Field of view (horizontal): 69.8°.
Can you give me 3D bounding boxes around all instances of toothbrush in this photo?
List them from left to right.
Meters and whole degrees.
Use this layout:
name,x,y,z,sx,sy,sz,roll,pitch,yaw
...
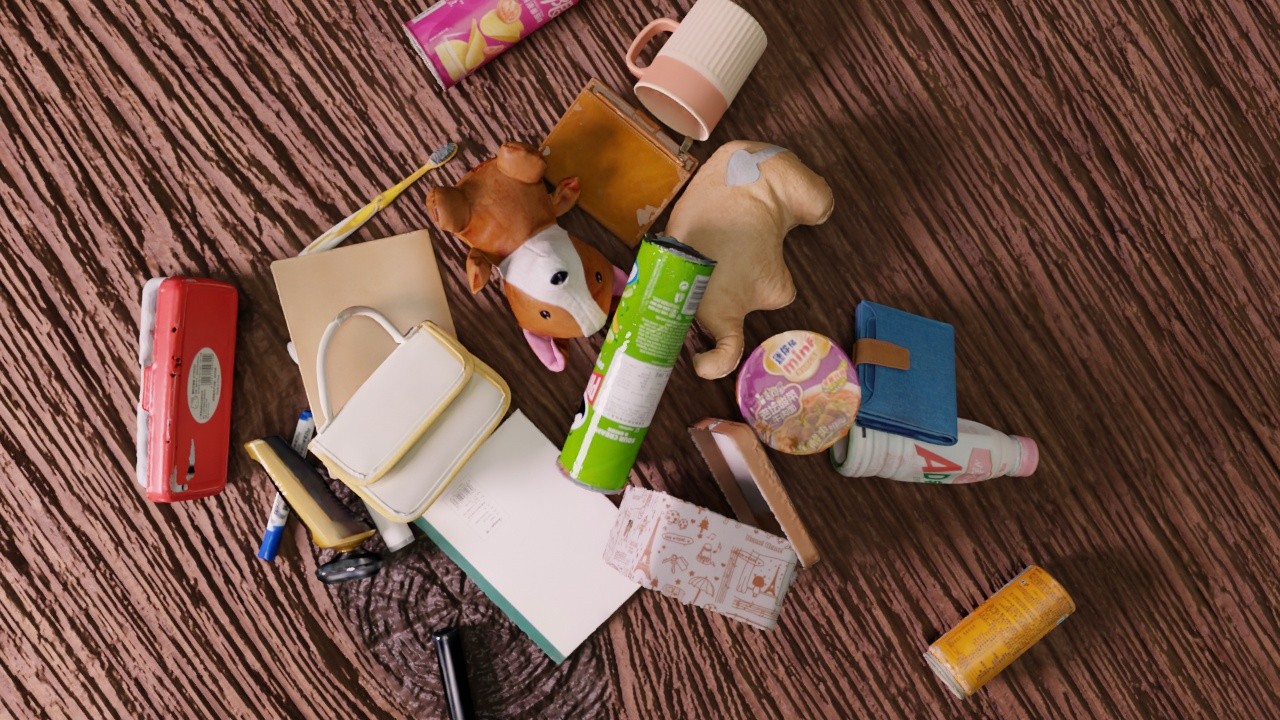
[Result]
name,x,y,z,sx,sy,sz,roll,pitch,yaw
toothbrush,-0.277,0.080,0.870,0.027,0.026,0.221,-27,93,18
toothbrush,-0.251,-0.148,0.870,0.191,0.018,0.016,-37,92,-3
toothbrush,-0.167,0.364,0.886,0.027,0.026,0.212,-11,93,18

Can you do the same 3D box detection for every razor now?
name,x,y,z,sx,sy,sz,roll,pitch,yaw
razor,-0.303,0.138,0.846,0.067,0.062,0.167,-39,98,-23

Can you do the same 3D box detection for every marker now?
name,x,y,z,sx,sy,sz,roll,pitch,yaw
marker,-0.334,0.118,0.871,0.017,0.017,0.146,17,90,-5

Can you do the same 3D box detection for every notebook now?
name,x,y,z,sx,sy,sz,roll,pitch,yaw
notebook,-0.245,-0.008,0.863,0.147,0.008,0.207,-16,92,-18
notebook,-0.099,0.172,0.893,0.150,0.012,0.209,-44,94,-2

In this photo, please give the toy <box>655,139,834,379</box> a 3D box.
name,x,y,z,sx,sy,sz,roll,pitch,yaw
toy,0.083,-0.097,0.862,0.143,0.082,0.226,24,92,20

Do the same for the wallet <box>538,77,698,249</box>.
name,x,y,z,sx,sy,sz,roll,pitch,yaw
wallet,-0.021,-0.192,0.870,0.130,0.035,0.119,39,100,-4

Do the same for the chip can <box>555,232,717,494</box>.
name,x,y,z,sx,sy,sz,roll,pitch,yaw
chip can,-0.005,0.005,0.834,0.072,0.072,0.236,21,107,-5

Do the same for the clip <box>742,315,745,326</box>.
name,x,y,z,sx,sy,sz,roll,pitch,yaw
clip,0.095,-0.053,0.898,0.024,0.028,0.056,21,80,-6

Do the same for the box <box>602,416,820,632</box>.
name,x,y,z,sx,sy,sz,roll,pitch,yaw
box,0.072,0.131,0.817,0.150,0.182,0.168,20,82,-10

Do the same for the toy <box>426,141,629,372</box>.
name,x,y,z,sx,sy,sz,roll,pitch,yaw
toy,-0.092,-0.097,0.838,0.140,0.130,0.199,-34,103,-3

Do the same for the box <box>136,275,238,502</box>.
name,x,y,z,sx,sy,sz,roll,pitch,yaw
box,-0.428,0.024,0.840,0.099,0.095,0.201,5,92,23

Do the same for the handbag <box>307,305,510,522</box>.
name,x,y,z,sx,sy,sz,roll,pitch,yaw
handbag,-0.226,0.038,0.834,0.178,0.063,0.163,42,75,-8

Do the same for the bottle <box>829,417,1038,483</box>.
name,x,y,z,sx,sy,sz,roll,pitch,yaw
bottle,0.288,0.086,0.895,0.197,0.068,0.068,5,91,-7

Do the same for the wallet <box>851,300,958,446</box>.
name,x,y,z,sx,sy,sz,roll,pitch,yaw
wallet,0.252,0.010,0.875,0.106,0.040,0.132,15,56,-6

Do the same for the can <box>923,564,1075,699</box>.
name,x,y,z,sx,sy,sz,roll,pitch,yaw
can,0.354,0.268,0.907,0.146,0.058,0.058,-38,94,-2

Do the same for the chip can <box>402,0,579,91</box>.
name,x,y,z,sx,sy,sz,roll,pitch,yaw
chip can,-0.114,-0.337,0.850,0.210,0.071,0.071,-35,94,-2

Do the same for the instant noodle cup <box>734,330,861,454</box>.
name,x,y,z,sx,sy,sz,roll,pitch,yaw
instant noodle cup,0.137,0.028,0.864,0.111,0.099,0.111,0,91,-6

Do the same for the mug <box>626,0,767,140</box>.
name,x,y,z,sx,sy,sz,roll,pitch,yaw
mug,0.046,-0.282,0.864,0.114,0.081,0.106,33,86,21
